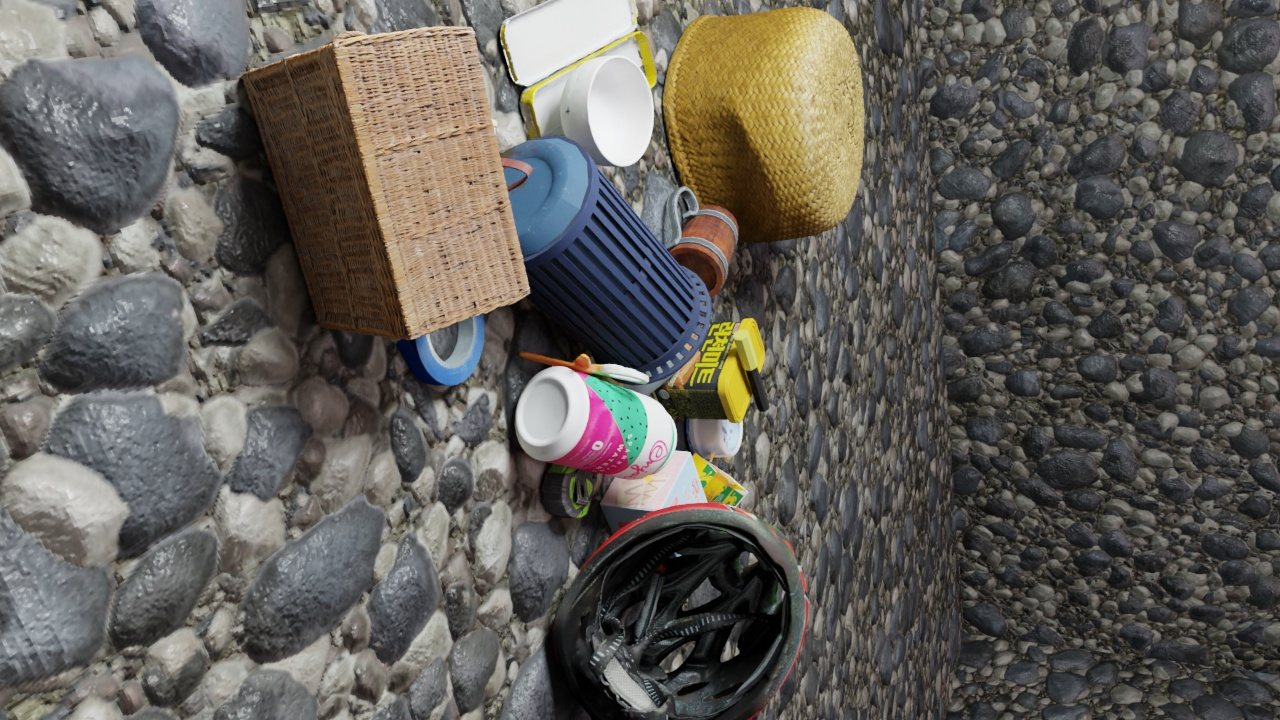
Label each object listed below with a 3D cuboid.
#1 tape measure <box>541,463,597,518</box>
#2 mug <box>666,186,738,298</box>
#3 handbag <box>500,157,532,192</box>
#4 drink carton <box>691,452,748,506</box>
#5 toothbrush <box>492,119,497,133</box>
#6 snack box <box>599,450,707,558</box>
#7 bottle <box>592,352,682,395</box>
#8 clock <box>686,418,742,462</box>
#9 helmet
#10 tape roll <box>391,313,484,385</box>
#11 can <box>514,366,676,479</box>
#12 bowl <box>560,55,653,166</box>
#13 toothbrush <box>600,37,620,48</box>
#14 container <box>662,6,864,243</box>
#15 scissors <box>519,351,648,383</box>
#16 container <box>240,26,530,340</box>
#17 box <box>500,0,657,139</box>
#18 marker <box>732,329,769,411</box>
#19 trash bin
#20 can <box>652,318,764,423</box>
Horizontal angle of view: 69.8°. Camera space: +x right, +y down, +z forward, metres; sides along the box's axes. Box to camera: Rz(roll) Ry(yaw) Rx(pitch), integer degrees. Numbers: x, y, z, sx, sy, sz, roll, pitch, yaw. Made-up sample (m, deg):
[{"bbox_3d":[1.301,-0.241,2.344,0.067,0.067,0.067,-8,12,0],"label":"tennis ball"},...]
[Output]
[{"bbox_3d":[-0.068,0.129,0.917,0.065,0.036,0.058,25,68,-60],"label":"tape measure"},{"bbox_3d":[0.068,-0.151,1.145,0.117,0.082,0.110,51,39,-23],"label":"mug"},{"bbox_3d":[-0.134,-0.138,0.701,0.055,0.120,0.029,65,37,-39],"label":"handbag"},{"bbox_3d":[0.086,0.166,1.179,0.058,0.041,0.122,-50,147,1],"label":"drink carton"},{"bbox_3d":[-0.172,-0.205,0.741,0.181,0.016,0.018,0,96,-63],"label":"toothbrush"},{"bbox_3d":[0.018,0.164,1.035,0.094,0.080,0.093,-57,138,-43],"label":"snack box"},{"bbox_3d":[-0.006,0.006,1.024,0.160,0.046,0.072,-36,121,-57],"label":"bottle"},{"bbox_3d":[0.098,0.073,1.222,0.088,0.052,0.125,6,82,-61],"label":"clock"},{"bbox_3d":[0.044,0.257,0.916,0.217,0.272,0.166,50,12,8],"label":"helmet"},{"bbox_3d":[-0.163,-0.027,0.757,0.091,0.016,0.092,60,40,-43],"label":"tape roll"},{"bbox_3d":[-0.040,0.065,0.892,0.165,0.088,0.088,22,71,-51],"label":"can"},{"bbox_3d":[-0.038,-0.241,0.892,0.104,0.054,0.105,-18,113,-52],"label":"bowl"},{"bbox_3d":[-0.039,-0.375,0.978,0.030,0.031,0.197,-50,132,-44],"label":"toothbrush"},{"bbox_3d":[0.182,-0.316,1.227,0.306,0.197,0.307,-2,93,-64],"label":"container"},{"bbox_3d":[-0.053,0.007,0.874,0.125,0.128,0.011,117,-17,-80],"label":"scissors"},{"bbox_3d":[-0.170,-0.118,0.624,0.113,0.113,0.199,-31,118,-47],"label":"container"},{"bbox_3d":[-0.057,-0.305,0.920,0.208,0.023,0.127,-44,126,-40],"label":"box"},{"bbox_3d":[0.135,0.014,1.103,0.021,0.017,0.124,-64,144,-39],"label":"marker"},{"bbox_3d":[-0.046,-0.089,0.853,0.249,0.139,0.139,43,53,-52],"label":"trash bin"},{"bbox_3d":[0.084,0.012,1.137,0.130,0.101,0.072,-63,142,-40],"label":"can"}]
